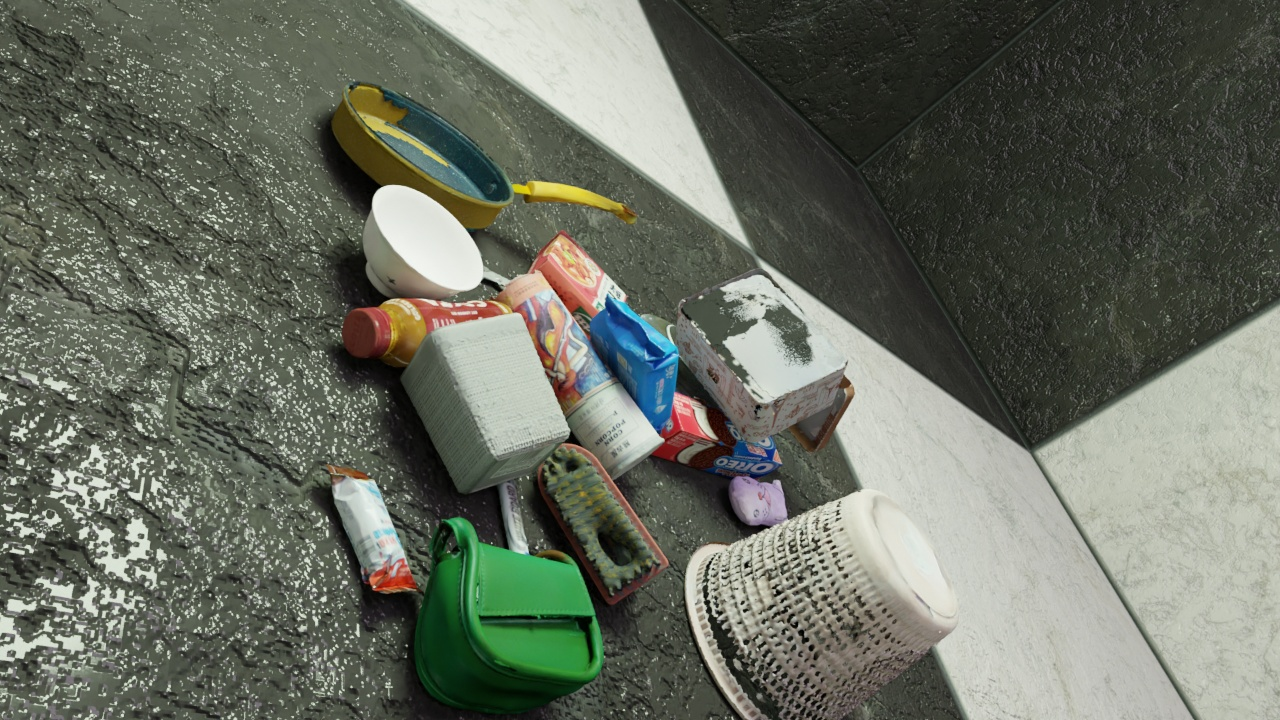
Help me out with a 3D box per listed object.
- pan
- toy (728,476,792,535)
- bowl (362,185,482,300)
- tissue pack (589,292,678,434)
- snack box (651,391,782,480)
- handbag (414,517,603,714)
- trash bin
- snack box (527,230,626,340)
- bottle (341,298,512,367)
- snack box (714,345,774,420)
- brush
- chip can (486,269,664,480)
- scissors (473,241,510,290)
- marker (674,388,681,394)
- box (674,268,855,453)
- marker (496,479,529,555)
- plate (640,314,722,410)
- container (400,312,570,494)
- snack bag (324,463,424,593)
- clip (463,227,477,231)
[{"bbox_3d":[-0.155,-0.200,0.992,0.357,0.078,0.197,23,26,-38],"label":"pan"},{"bbox_3d":[0.141,0.171,1.081,0.108,0.039,0.083,24,45,-46],"label":"toy"},{"bbox_3d":[-0.207,-0.092,0.826,0.118,0.065,0.118,38,29,-25],"label":"bowl"},{"bbox_3d":[-0.006,0.006,0.937,0.052,0.157,0.095,-33,60,-24],"label":"tissue pack"},{"bbox_3d":[0.084,0.092,1.072,0.207,0.057,0.058,23,40,-46],"label":"snack box"},{"bbox_3d":[-0.092,0.178,0.639,0.131,0.068,0.120,28,37,-41],"label":"handbag"},{"bbox_3d":[0.187,0.235,0.893,0.227,0.193,0.227,39,28,-25],"label":"trash bin"},{"bbox_3d":[-0.074,-0.077,1.043,0.113,0.044,0.126,46,22,-16],"label":"snack box"},{"bbox_3d":[-0.177,-0.024,0.792,0.057,0.058,0.174,58,26,15],"label":"bottle"},{"bbox_3d":[0.137,0.023,1.275,0.157,0.026,0.084,54,13,6],"label":"snack box"},{"bbox_3d":[-0.040,0.137,0.809,0.146,0.063,0.069,55,-5,13],"label":"brush"},{"bbox_3d":[-0.067,0.014,0.910,0.214,0.071,0.071,54,25,8],"label":"chip can"},{"bbox_3d":[-0.157,-0.090,0.970,0.170,0.014,0.159,54,25,5],"label":"scissors"},{"bbox_3d":[0.043,0.033,1.131,0.145,0.017,0.017,44,26,-14],"label":"marker"},{"bbox_3d":[0.140,0.020,1.110,0.156,0.193,0.183,-22,56,-22],"label":"box"},{"bbox_3d":[-0.106,0.127,0.755,0.017,0.017,0.145,25,35,-42],"label":"marker"},{"bbox_3d":[0.066,0.004,1.175,0.179,0.024,0.179,42,19,-18],"label":"plate"},{"bbox_3d":[-0.124,0.037,0.745,0.090,0.090,0.114,-14,69,-39],"label":"container"},{"bbox_3d":[-0.184,0.116,0.629,0.104,0.026,0.048,63,13,21],"label":"snack bag"},{"bbox_3d":[-0.192,-0.146,0.952,0.049,0.015,0.056,50,23,16],"label":"clip"}]
